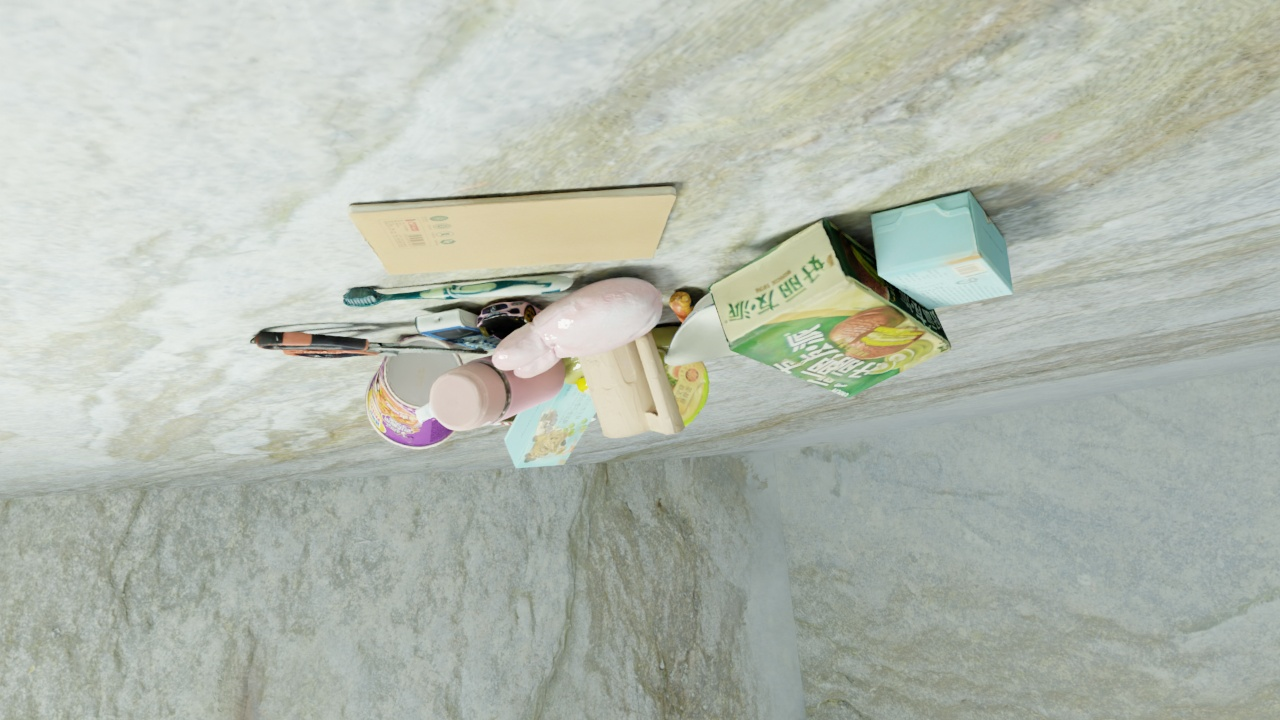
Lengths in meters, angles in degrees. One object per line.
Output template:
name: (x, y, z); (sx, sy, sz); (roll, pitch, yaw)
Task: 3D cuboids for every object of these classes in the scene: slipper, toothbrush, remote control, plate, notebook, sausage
slipper: (-0.006, 0.006, 1.039); (0.190, 0.081, 0.092); (-8, 168, -3)
toothbrush: (-0.152, -0.059, 0.762); (0.191, 0.016, 0.018); (-5, 160, -2)
remote control: (-0.165, -0.030, 0.893); (0.049, 0.024, 0.125); (-9, 171, 18)
plate: (0.107, -0.045, 0.877); (0.163, 0.034, 0.165); (-8, 162, -17)
notebook: (-0.086, -0.088, 0.649); (0.207, 0.008, 0.148); (-5, 171, -6)
sausage: (0.050, -0.046, 0.933); (0.021, 0.021, 0.165); (-7, 170, 10)

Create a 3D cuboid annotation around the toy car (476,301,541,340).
toy car: (-0.109, -0.032, 0.886); (0.056, 0.037, 0.122); (-14, 158, 20)

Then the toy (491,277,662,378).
toy: (-0.055, -0.029, 0.822); (0.159, 0.054, 0.121); (-24, 165, 8)

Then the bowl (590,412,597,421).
bowl: (-0.095, 0.054, 1.299); (0.116, 0.066, 0.116); (-6, 170, -1)

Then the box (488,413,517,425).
box: (-0.160, 0.036, 1.172); (0.162, 0.076, 0.087); (3, 154, -39)

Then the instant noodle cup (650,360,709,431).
instant noodle cup: (0.018, 0.032, 1.153); (0.111, 0.111, 0.123); (-4, 178, -10)

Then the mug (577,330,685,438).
mug: (-0.007, 0.017, 0.927); (0.084, 0.103, 0.125); (-25, -165, -22)

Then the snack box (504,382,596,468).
snack box: (-0.104, 0.063, 1.155); (0.074, 0.051, 0.175); (1, 136, -36)

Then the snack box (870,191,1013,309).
snack box: (0.247, -0.084, 0.741); (0.074, 0.051, 0.174); (-10, 169, 29)

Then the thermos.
thermos: (-0.149, 0.029, 0.926); (0.087, 0.067, 0.198); (-22, -179, 19)

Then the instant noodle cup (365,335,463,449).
instant noodle cup: (-0.235, 0.028, 0.974); (0.111, 0.111, 0.099); (-3, 161, -18)

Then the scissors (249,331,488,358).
scissors: (-0.260, -0.011, 0.903); (0.208, 0.015, 0.186); (9, 168, -40)

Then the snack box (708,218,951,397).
snack box: (0.172, -0.036, 0.797); (0.115, 0.063, 0.239); (-29, 153, 27)
